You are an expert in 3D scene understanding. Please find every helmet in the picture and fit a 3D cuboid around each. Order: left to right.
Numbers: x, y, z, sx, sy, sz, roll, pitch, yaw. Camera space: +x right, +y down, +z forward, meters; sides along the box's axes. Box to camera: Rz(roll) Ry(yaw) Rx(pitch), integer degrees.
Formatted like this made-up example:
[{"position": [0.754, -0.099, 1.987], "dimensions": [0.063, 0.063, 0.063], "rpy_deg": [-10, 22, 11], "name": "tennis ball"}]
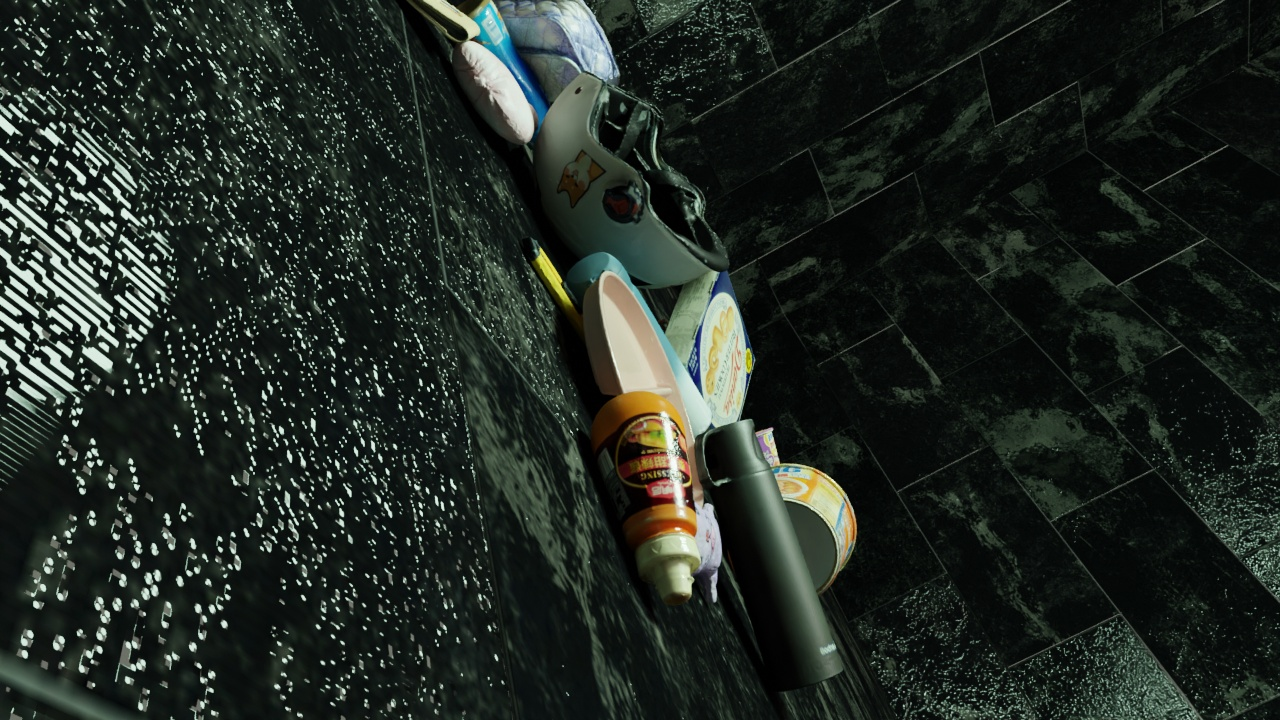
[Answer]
[{"position": [-0.030, -0.187, 1.060], "dimensions": [0.274, 0.157, 0.229], "rpy_deg": [61, 21, 2], "name": "helmet"}]

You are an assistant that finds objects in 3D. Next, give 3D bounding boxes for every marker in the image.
[{"position": [-0.151, -0.264, 1.080], "dimensions": [0.015, 0.018, 0.124], "rpy_deg": [49, 13, -40], "name": "marker"}]

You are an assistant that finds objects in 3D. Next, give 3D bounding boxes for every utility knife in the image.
[{"position": [-0.057, -0.040, 0.844], "dimensions": [0.181, 0.015, 0.033], "rpy_deg": [58, 10, -28], "name": "utility knife"}]

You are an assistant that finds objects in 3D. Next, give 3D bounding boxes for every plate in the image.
[{"position": [0.002, 0.031, 0.816], "dimensions": [0.229, 0.028, 0.229], "rpy_deg": [-20, 90, -78], "name": "plate"}]

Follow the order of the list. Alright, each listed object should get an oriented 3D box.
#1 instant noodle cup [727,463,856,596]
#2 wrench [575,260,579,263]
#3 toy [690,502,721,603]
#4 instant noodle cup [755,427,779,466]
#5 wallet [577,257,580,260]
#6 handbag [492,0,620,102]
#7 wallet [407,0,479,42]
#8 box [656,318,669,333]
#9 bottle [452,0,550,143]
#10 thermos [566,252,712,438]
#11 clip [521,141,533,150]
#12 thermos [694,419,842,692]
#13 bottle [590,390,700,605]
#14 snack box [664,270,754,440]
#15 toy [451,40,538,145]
[{"position": [0.166, 0.201, 1.033], "dimensions": [0.151, 0.151, 0.111], "rpy_deg": [61, 15, 3], "name": "instant noodle cup"}, {"position": [-0.006, 0.006, 1.055], "dimensions": [0.273, 0.016, 0.056], "rpy_deg": [61, 3, -7], "name": "wrench"}, {"position": [0.042, 0.146, 0.727], "dimensions": [0.108, 0.039, 0.083], "rpy_deg": [52, 33, -65], "name": "toy"}, {"position": [0.146, 0.154, 1.251], "dimensions": [0.111, 0.111, 0.099], "rpy_deg": [19, 50, -81], "name": "instant noodle cup"}, {"position": [-0.075, -0.162, 1.197], "dimensions": [0.107, 0.031, 0.132], "rpy_deg": [64, 5, 9], "name": "wallet"}, {"position": [-0.129, -0.392, 1.174], "dimensions": [0.194, 0.075, 0.134], "rpy_deg": [17, -30, 41], "name": "handbag"}, {"position": [-0.202, -0.350, 0.913], "dimensions": [0.087, 0.024, 0.115], "rpy_deg": [32, 18, -16], "name": "wallet"}, {"position": [0.051, 0.017, 1.203], "dimensions": [0.091, 0.076, 0.168], "rpy_deg": [67, 8, 32], "name": "box"}, {"position": [-0.158, -0.339, 1.137], "dimensions": [0.219, 0.065, 0.065], "rpy_deg": [56, 8, -39], "name": "bottle"}, {"position": [-0.001, -0.011, 0.953], "dimensions": [0.220, 0.070, 0.070], "rpy_deg": [58, 7, -25], "name": "thermos"}, {"position": [-0.148, -0.270, 1.119], "dimensions": [0.057, 0.047, 0.014], "rpy_deg": [58, 6, 34], "name": "clip"}, {"position": [0.107, 0.179, 0.850], "dimensions": [0.089, 0.069, 0.242], "rpy_deg": [-6, 73, -47], "name": "thermos"}, {"position": [0.008, 0.092, 0.610], "dimensions": [0.067, 0.067, 0.149], "rpy_deg": [54, 16, -49], "name": "bottle"}, {"position": [0.083, 0.002, 1.112], "dimensions": [0.183, 0.046, 0.177], "rpy_deg": [66, 33, -41], "name": "snack box"}, {"position": [-0.151, -0.284, 0.987], "dimensions": [0.121, 0.054, 0.159], "rpy_deg": [56, 11, -4], "name": "toy"}]
